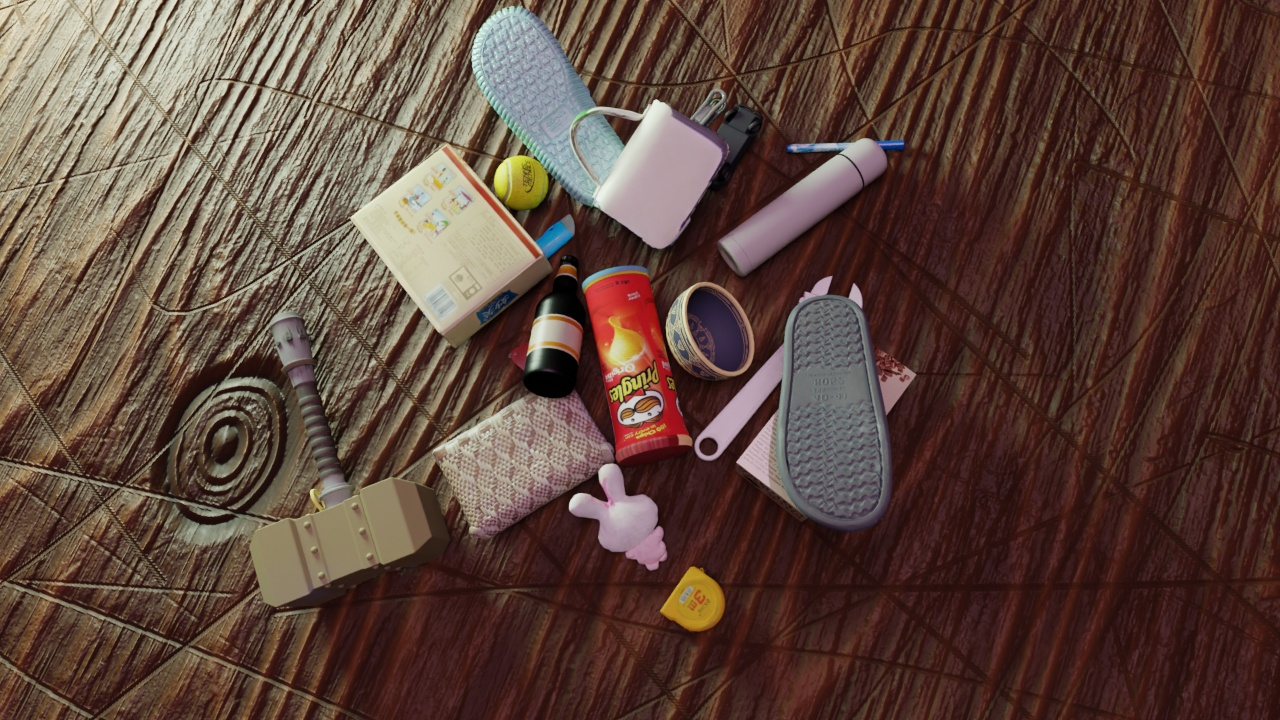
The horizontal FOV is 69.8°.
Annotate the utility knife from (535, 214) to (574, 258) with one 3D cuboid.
[{"bbox_3d":[-0.159,-0.107,1.120,0.206,0.015,0.031,-38,73,-8],"label":"utility knife"}]

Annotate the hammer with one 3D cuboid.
[{"bbox_3d":[-0.360,0.094,1.042,0.190,0.101,0.324,-21,76,-1],"label":"hammer"}]

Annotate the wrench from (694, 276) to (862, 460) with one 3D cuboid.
[{"bbox_3d":[0.158,0.010,1.065,0.066,0.018,0.273,40,84,12],"label":"wrench"}]

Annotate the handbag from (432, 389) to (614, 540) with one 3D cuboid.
[{"bbox_3d":[-0.133,0.111,1.050,0.185,0.047,0.124,-31,68,-3],"label":"handbag"}]

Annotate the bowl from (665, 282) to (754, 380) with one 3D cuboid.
[{"bbox_3d":[0.069,-0.026,1.047,0.061,0.112,0.112,-27,70,42],"label":"bowl"}]

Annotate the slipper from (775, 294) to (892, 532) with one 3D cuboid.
[{"bbox_3d":[0.197,0.058,0.952,0.111,0.083,0.267,-4,58,12],"label":"slipper"}]

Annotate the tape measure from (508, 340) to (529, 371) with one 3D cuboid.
[{"bbox_3d":[-0.120,-0.004,1.089,0.059,0.019,0.051,39,82,12],"label":"tape measure"}]

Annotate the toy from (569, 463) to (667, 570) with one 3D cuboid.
[{"bbox_3d":[-0.017,0.179,1.024,0.076,0.037,0.125,-44,98,-3],"label":"toy"}]

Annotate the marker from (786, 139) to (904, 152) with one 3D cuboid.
[{"bbox_3d":[0.251,-0.263,1.126,0.142,0.013,0.013,-1,76,5],"label":"marker"}]

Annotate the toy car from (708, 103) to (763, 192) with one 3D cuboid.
[{"bbox_3d":[0.107,-0.260,1.125,0.046,0.034,0.112,32,87,17],"label":"toy car"}]

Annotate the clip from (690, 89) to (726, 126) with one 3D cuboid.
[{"bbox_3d":[0.080,-0.304,1.142,0.023,0.043,0.076,38,81,10],"label":"clip"}]

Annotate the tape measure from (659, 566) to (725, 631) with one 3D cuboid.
[{"bbox_3d":[0.064,0.264,1.003,0.059,0.030,0.068,34,83,12],"label":"tape measure"}]

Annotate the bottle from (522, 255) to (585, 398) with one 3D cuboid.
[{"bbox_3d":[-0.094,-0.047,1.065,0.059,0.059,0.181,3,57,5],"label":"bottle"}]

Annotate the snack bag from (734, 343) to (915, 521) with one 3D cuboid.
[{"bbox_3d":[0.206,0.066,1.019,0.094,0.070,0.206,38,82,12],"label":"snack bag"}]

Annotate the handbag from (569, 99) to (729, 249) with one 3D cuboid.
[{"bbox_3d":[-0.003,-0.235,1.084,0.176,0.074,0.151,31,98,-6],"label":"handbag"}]

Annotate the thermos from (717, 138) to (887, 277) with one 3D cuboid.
[{"bbox_3d":[0.195,-0.184,1.091,0.224,0.052,0.052,-36,76,-5],"label":"thermos"}]

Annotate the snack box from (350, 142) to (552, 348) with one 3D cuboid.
[{"bbox_3d":[-0.228,-0.140,1.104,0.153,0.055,0.207,-39,70,-5],"label":"snack box"}]

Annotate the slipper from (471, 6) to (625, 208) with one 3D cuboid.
[{"bbox_3d":[-0.108,-0.307,1.141,0.116,0.069,0.276,-37,91,-4],"label":"slipper"}]

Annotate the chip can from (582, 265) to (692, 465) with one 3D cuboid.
[{"bbox_3d":[-0.006,0.006,1.044,0.087,0.087,0.213,-13,75,1],"label":"chip can"}]

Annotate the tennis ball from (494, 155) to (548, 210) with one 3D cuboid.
[{"bbox_3d":[-0.145,-0.216,1.120,0.065,0.065,0.065,-1,76,4],"label":"tennis ball"}]
